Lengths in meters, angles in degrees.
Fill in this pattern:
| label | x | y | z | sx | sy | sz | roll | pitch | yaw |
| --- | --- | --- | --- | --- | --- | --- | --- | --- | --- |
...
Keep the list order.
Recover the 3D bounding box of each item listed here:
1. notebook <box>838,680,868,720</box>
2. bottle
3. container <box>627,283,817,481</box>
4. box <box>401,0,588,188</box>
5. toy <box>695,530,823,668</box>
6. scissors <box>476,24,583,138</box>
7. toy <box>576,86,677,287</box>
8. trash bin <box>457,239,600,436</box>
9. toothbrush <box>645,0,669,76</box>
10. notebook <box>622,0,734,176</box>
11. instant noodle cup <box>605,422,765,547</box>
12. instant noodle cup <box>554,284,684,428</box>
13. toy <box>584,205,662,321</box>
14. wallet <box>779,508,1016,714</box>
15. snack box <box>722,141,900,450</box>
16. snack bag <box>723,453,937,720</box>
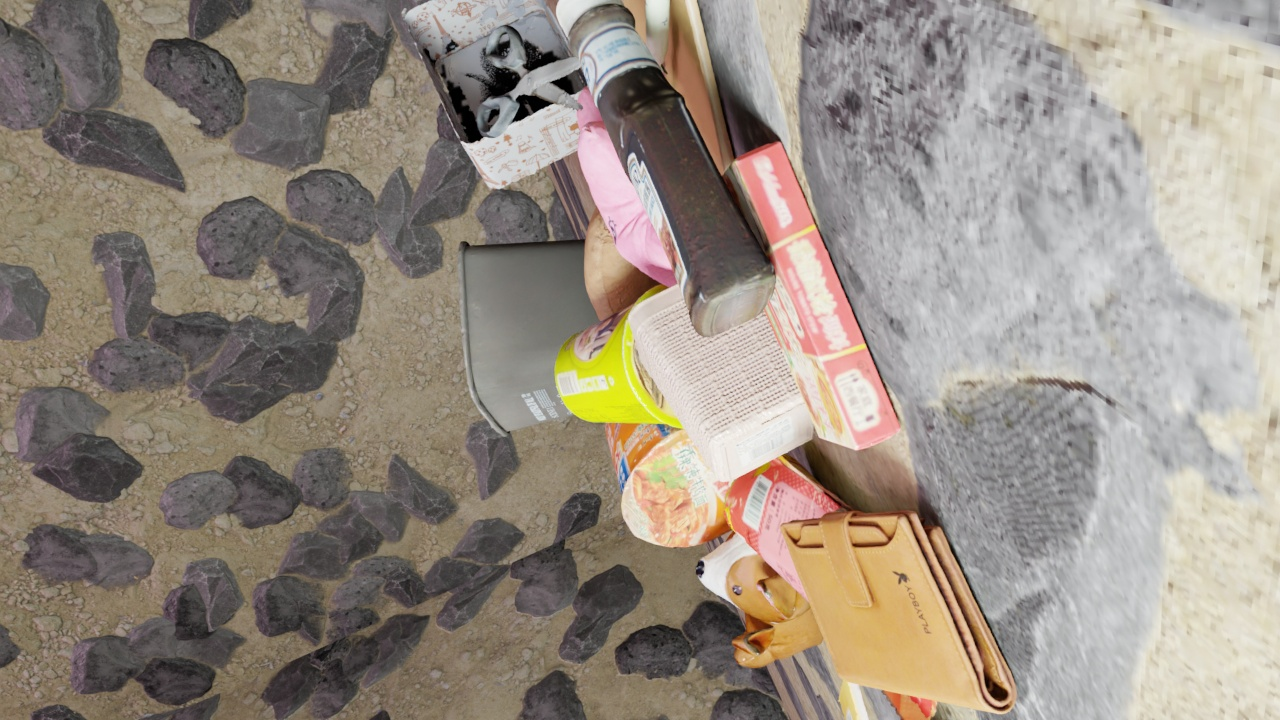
| label | x | y | z | sx | sy | sz | roll | pitch | yaw |
| --- | --- | --- | --- | --- | --- | --- | --- | --- | --- |
| notebook | 0.163 | 0.315 | 0.588 | 0.146 | 0.010 | 0.206 | 70 | -174 | -62 |
| bottle | 0.009 | -0.110 | 0.473 | 0.080 | 0.044 | 0.194 | 85 | 162 | -75 |
| container | 0.059 | 0.009 | 0.609 | 0.111 | 0.090 | 0.090 | 61 | 175 | 28 |
| box | -0.122 | -0.287 | 0.799 | 0.205 | 0.158 | 0.180 | 75 | 171 | -70 |
| toy | 0.115 | 0.197 | 0.838 | 0.200 | 0.130 | 0.140 | 85 | -175 | -58 |
| scissors | -0.084 | -0.204 | 0.684 | 0.166 | 0.014 | 0.163 | -47 | 51 | 42 |
| toy | -0.001 | -0.126 | 0.659 | 0.194 | 0.075 | 0.178 | 62 | -170 | 31 |
| trash bin | -0.078 | -0.034 | 1.054 | 0.199 | 0.220 | 0.198 | 76 | -173 | -70 |
| toothbrush | 0.009 | -0.180 | 0.505 | 0.190 | 0.029 | 0.020 | 90 | -162 | -74 |
| notebook | 0.003 | -0.217 | 0.572 | 0.211 | 0.012 | 0.150 | -119 | 6 | -49 |
| instant noodle cup | 0.038 | 0.084 | 0.862 | 0.111 | 0.151 | 0.151 | -118 | 6 | -51 |
| instant noodle cup | -0.004 | 0.004 | 0.740 | 0.124 | 0.111 | 0.112 | -13 | 103 | 52 |
| toy | 0.008 | -0.064 | 0.848 | 0.226 | 0.083 | 0.143 | 68 | -141 | -50 |
| wallet | 0.131 | 0.131 | 0.495 | 0.108 | 0.031 | 0.132 | 67 | 157 | 3 |
| snack box | 0.082 | -0.031 | 0.472 | 0.075 | 0.025 | 0.153 | -171 | 57 | -87 |
| snack bag | 0.128 | 0.135 | 0.621 | 0.208 | 0.073 | 0.129 | -138 | 34 | -66 |
